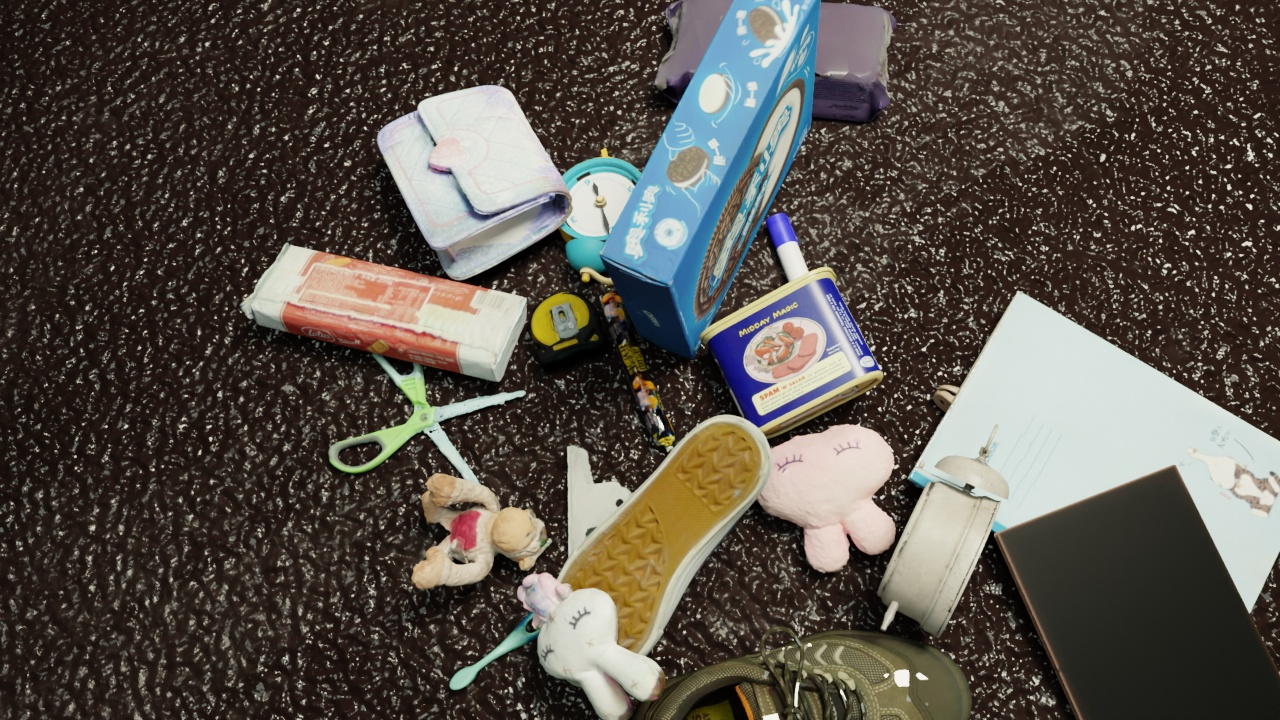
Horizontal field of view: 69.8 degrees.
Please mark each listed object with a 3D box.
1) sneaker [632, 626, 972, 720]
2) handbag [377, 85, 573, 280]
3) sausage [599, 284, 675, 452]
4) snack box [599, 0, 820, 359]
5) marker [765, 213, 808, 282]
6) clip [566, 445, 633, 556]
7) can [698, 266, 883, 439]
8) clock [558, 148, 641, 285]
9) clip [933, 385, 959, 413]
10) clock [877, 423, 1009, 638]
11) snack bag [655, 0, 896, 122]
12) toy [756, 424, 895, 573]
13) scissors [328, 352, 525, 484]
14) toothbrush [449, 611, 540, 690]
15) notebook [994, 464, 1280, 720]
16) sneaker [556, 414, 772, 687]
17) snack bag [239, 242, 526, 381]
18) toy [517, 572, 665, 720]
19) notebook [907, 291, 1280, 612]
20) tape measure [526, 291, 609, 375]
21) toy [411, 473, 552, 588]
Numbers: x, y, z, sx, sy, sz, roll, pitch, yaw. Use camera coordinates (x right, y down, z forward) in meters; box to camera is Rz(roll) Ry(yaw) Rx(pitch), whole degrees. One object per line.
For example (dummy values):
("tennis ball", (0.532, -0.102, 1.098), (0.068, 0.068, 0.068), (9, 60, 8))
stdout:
("sneaker", (0.106, 0.228, 0.607), (0.238, 0.143, 0.101), (-11, 71, 1))
("handbag", (-0.142, -0.162, 0.783), (0.126, 0.069, 0.158), (-29, 58, -3))
("sausage", (-0.004, 0.004, 0.754), (0.020, 0.020, 0.155), (-21, 71, -2))
("snack box", (0.060, -0.136, 0.692), (0.056, 0.195, 0.238), (26, 81, 13))
("marker", (0.137, -0.057, 0.761), (0.020, 0.020, 0.141), (-18, 71, -1))
("clip", (-0.029, 0.117, 0.725), (0.056, 0.045, 0.101), (-5, 73, 11))
("can", (0.118, -0.003, 0.714), (0.116, 0.056, 0.092), (-29, 73, 15))
("clock", (-0.027, -0.123, 0.787), (0.099, 0.044, 0.129), (-29, 65, -4))
("clip", (0.258, 0.043, 0.716), (0.059, 0.026, 0.052), (-6, 74, -5))
("clock", (0.212, 0.114, 0.642), (0.061, 0.103, 0.157), (25, 93, 20))
("snack bag", (0.119, -0.272, 0.811), (0.205, 0.058, 0.096), (6, 74, 7))
("toy", (0.145, 0.104, 0.694), (0.108, 0.053, 0.105), (-22, 84, 4))
("scissors", (-0.179, 0.044, 0.761), (0.171, 0.023, 0.172), (-17, 66, -2))
("toothbrush", (-0.088, 0.207, 0.701), (0.135, 0.017, 0.022), (-36, 72, -9))
("notebook", (0.361, 0.197, 0.649), (0.141, 0.008, 0.209), (-21, 79, -1))
("sneaker", (0.014, 0.136, 0.680), (0.087, 0.079, 0.236), (38, 100, 13))
("snack bag", (-0.212, -0.041, 0.771), (0.225, 0.041, 0.077), (12, 55, 10))
("toy", (-0.040, 0.196, 0.635), (0.122, 0.037, 0.079), (43, 121, 16))
("notebook", (0.354, 0.084, 0.687), (0.253, 0.009, 0.181), (32, 78, 8))
("tape measure", (-0.063, -0.027, 0.762), (0.061, 0.034, 0.061), (-22, 70, -3))
("toy", (-0.118, 0.137, 0.695), (0.106, 0.074, 0.085), (10, 63, -17))
